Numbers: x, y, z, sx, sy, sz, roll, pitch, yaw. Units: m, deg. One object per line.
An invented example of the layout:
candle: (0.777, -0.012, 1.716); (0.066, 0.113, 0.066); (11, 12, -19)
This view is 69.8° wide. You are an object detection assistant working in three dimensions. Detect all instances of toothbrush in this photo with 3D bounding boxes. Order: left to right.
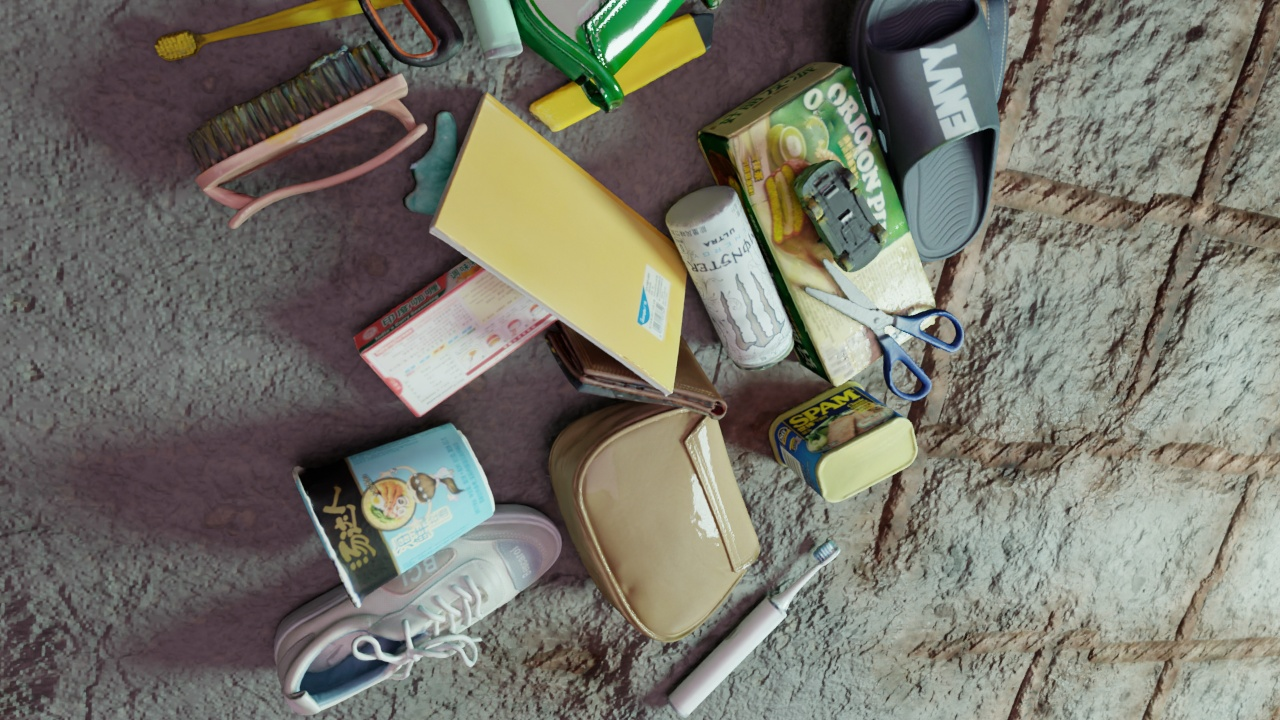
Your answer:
toothbrush: (-0.212, -0.222, 0.587); (0.190, 0.016, 0.016); (-20, 115, -13)
toothbrush: (-0.115, -0.298, 0.559); (0.027, 0.026, 0.224); (-13, 108, 5)
toothbrush: (0.111, 0.257, 0.884); (0.026, 0.027, 0.221); (45, 90, -6)

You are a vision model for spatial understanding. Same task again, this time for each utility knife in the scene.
utility knife: (-0.011, -0.212, 0.669); (0.153, 0.015, 0.033); (-30, 111, -7)

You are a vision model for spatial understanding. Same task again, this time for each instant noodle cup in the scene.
instant noodle cup: (-0.177, 0.104, 0.679); (0.120, 0.111, 0.111); (-26, 116, -19)

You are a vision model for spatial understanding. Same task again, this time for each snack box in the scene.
snack box: (-0.123, -0.031, 0.676); (0.155, 0.027, 0.077); (-36, 134, -5)
snack box: (0.148, -0.105, 0.743); (0.114, 0.063, 0.240); (-33, 117, -7)

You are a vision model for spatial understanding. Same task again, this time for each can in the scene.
can: (0.073, -0.064, 0.727); (0.058, 0.058, 0.147); (-32, 122, -7)
can: (0.178, 0.071, 0.808); (0.102, 0.083, 0.057); (-26, 116, -10)

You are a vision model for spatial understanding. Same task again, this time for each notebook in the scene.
notebook: (-0.045, -0.082, 0.648); (0.206, 0.145, 0.010); (35, 134, -28)

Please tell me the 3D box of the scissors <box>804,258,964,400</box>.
scissors: (0.195, -0.021, 0.750); (0.171, 0.012, 0.140); (-3, 111, -20)

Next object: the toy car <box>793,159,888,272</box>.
toy car: (0.148, -0.107, 0.684); (0.043, 0.036, 0.091); (-41, 117, -3)

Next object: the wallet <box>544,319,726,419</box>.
wallet: (-0.004, 0.004, 0.703); (0.124, 0.101, 0.032); (11, 113, -25)

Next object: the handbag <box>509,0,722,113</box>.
handbag: (-0.019, -0.251, 0.615); (0.120, 0.068, 0.131); (43, 89, -19)

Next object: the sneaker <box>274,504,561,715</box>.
sneaker: (-0.169, 0.195, 0.718); (0.242, 0.091, 0.089); (-26, 117, -11)

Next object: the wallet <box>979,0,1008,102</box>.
wallet: (0.241, -0.249, 0.743); (0.115, 0.033, 0.090); (-8, 109, -17)

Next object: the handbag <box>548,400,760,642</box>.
handbag: (0.012, 0.122, 0.760); (0.147, 0.100, 0.205); (-29, 117, -18)

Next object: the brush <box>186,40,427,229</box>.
brush: (-0.215, -0.143, 0.590); (0.145, 0.063, 0.073); (-30, 107, -8)

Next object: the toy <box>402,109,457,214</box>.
toy: (-0.121, -0.127, 0.649); (0.091, 0.030, 0.097); (-3, 119, -22)

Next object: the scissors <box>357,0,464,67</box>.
scissors: (-0.167, -0.295, 0.567); (0.220, 0.022, 0.234); (-30, 110, -12)

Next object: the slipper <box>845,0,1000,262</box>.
slipper: (0.238, -0.177, 0.712); (0.110, 0.083, 0.268); (-26, 130, -3)
